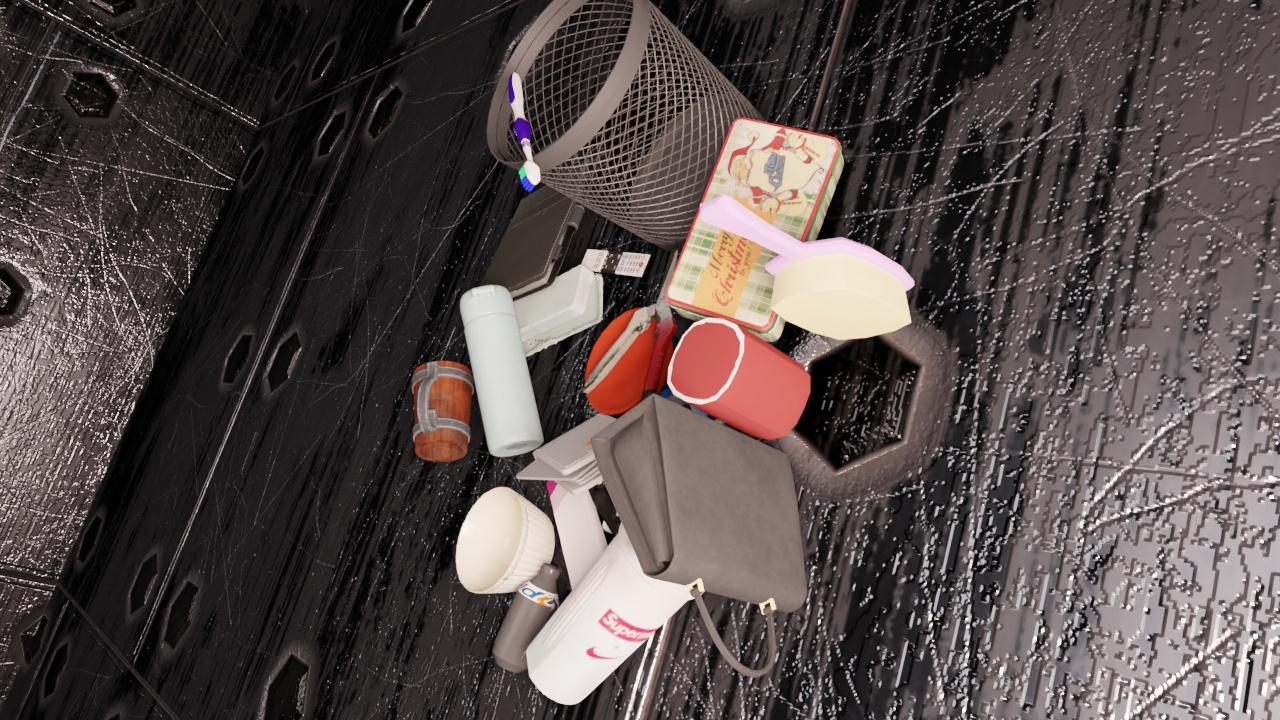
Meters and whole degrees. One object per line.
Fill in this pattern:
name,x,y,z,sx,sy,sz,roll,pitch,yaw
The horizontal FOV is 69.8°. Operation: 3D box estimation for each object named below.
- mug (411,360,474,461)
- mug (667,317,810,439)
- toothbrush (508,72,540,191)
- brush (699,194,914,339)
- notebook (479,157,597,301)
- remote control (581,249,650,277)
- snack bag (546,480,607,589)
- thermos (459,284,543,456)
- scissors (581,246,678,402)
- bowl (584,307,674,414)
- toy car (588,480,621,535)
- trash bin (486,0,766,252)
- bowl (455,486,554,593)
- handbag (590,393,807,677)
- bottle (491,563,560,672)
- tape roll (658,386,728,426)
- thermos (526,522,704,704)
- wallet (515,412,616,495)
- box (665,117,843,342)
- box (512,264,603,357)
mug,-0.261,0.059,1.181,0.081,0.117,0.111,-8,60,4
mug,0.079,0.014,0.832,0.116,0.096,0.080,18,82,51
toothbrush,-0.115,-0.225,0.888,0.016,0.015,0.186,-44,41,29
brush,0.129,-0.069,0.722,0.089,0.228,0.043,-15,66,43
notebook,-0.137,-0.162,1.206,0.170,0.029,0.208,-17,46,42
remote control,-0.030,-0.116,1.100,0.124,0.011,0.028,13,79,51
snack bag,-0.066,0.162,0.957,0.070,0.016,0.196,-60,30,26
thermos,-0.168,0.008,1.093,0.065,0.078,0.206,-13,71,-6
scissors,0.003,-0.021,0.946,0.180,0.015,0.198,-27,49,36
bowl,-0.006,0.006,0.982,0.122,0.035,0.121,-26,50,37
toy car,-0.025,0.148,0.916,0.037,0.040,0.092,-53,39,13
trash bin,-0.005,-0.250,0.977,0.218,0.227,0.217,-26,50,37
bowl,-0.141,0.201,0.997,0.116,0.062,0.115,-26,51,36
handbag,0.064,0.148,0.712,0.072,0.175,0.195,-37,48,28
bottle,-0.113,0.263,0.942,0.047,0.047,0.112,19,83,52
tape roll,0.037,0.068,0.911,0.091,0.016,0.093,-54,39,11
thermos,-0.013,0.217,0.831,0.221,0.099,0.099,-52,39,21
wallet,-0.066,0.100,0.931,0.115,0.037,0.118,-30,17,-17
box,0.112,-0.128,0.885,0.118,0.050,0.205,20,83,25
box,-0.128,-0.056,1.148,0.200,0.067,0.083,-24,71,40
